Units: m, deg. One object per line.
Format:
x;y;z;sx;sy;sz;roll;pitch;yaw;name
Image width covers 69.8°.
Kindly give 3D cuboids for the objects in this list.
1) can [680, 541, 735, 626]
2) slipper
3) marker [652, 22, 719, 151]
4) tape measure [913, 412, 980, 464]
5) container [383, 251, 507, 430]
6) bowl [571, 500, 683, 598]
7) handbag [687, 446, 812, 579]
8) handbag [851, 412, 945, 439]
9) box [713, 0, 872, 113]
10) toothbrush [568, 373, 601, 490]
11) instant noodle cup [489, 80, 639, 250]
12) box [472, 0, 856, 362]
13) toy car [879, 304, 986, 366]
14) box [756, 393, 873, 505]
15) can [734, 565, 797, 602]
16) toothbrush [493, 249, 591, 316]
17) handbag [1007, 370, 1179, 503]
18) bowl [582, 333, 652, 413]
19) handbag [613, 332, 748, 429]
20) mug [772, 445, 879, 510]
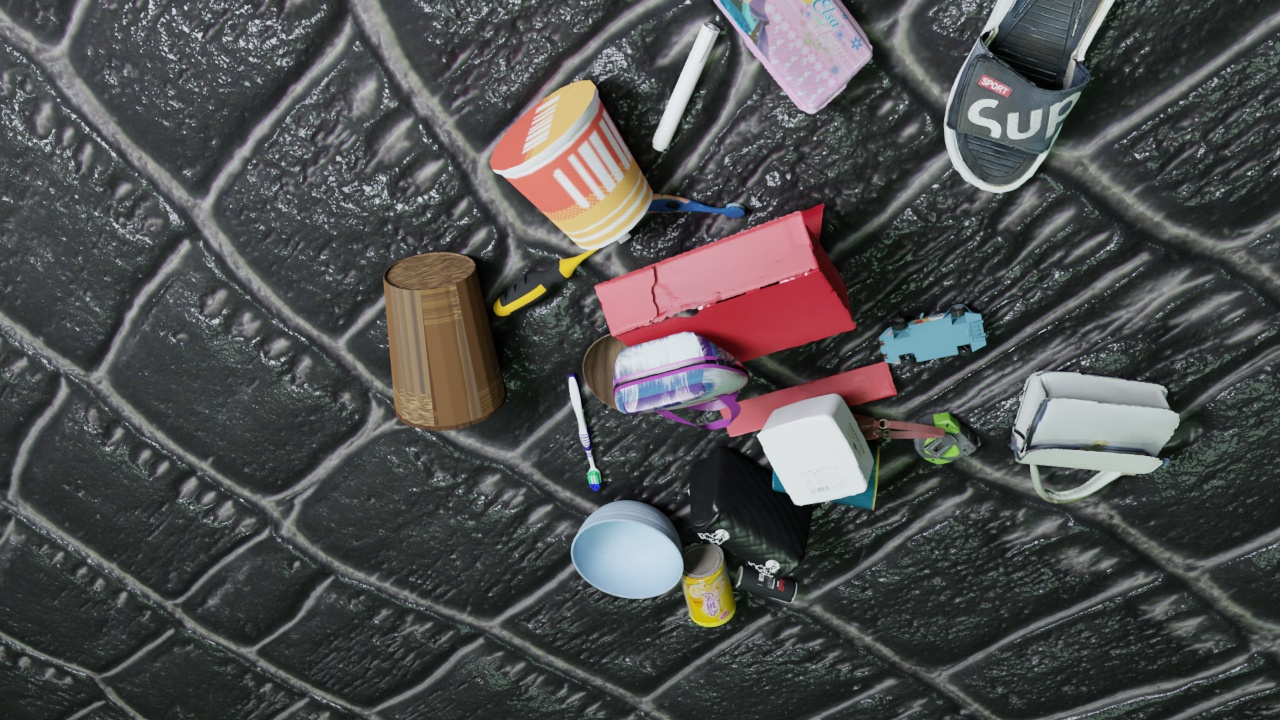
0.091;0.309;1.263;0.068;0.067;0.105;-5;124;14;can
0.344;-0.263;0.796;0.111;0.063;0.264;15;125;-1;slipper
0.041;-0.258;0.880;0.017;0.020;0.134;20;127;-9;marker
0.352;0.094;1.074;0.065;0.035;0.059;36;125;-17;tape measure
-0.227;-0.026;1.043;0.132;0.132;0.167;3;121;9;container
-0.012;0.241;1.227;0.150;0.074;0.151;5;126;7;bowl
0.123;0.203;1.142;0.153;0.124;0.115;35;125;-16;handbag
0.288;0.079;1.058;0.120;0.029;0.055;2;159;23;handbag
0.105;-0.330;0.807;0.085;0.063;0.230;-43;111;6;box
-0.071;0.094;1.166;0.015;0.016;0.187;-1;126;11;toothbrush
-0.060;-0.184;0.899;0.124;0.123;0.121;-24;126;25;instant noodle cup
0.031;-0.159;0.843;0.213;0.127;0.425;-17;120;24;box
0.315;-0.029;0.994;0.108;0.027;0.060;-12;123;19;toy car
0.204;0.090;1.043;0.103;0.101;0.108;-19;107;35;box
0.174;0.310;1.270;0.080;0.031;0.032;17;127;-2;can
-0.088;-0.100;1.018;0.197;0.031;0.031;-29;125;24;toothbrush
0.497;0.104;1.031;0.151;0.073;0.176;7;128;5;handbag
-0.006;0.006;1.078;0.119;0.032;0.119;5;127;7;bowl
0.053;0.035;0.942;0.145;0.068;0.170;-15;157;21;handbag
0.223;0.135;1.107;0.121;0.078;0.078;5;127;12;mug
